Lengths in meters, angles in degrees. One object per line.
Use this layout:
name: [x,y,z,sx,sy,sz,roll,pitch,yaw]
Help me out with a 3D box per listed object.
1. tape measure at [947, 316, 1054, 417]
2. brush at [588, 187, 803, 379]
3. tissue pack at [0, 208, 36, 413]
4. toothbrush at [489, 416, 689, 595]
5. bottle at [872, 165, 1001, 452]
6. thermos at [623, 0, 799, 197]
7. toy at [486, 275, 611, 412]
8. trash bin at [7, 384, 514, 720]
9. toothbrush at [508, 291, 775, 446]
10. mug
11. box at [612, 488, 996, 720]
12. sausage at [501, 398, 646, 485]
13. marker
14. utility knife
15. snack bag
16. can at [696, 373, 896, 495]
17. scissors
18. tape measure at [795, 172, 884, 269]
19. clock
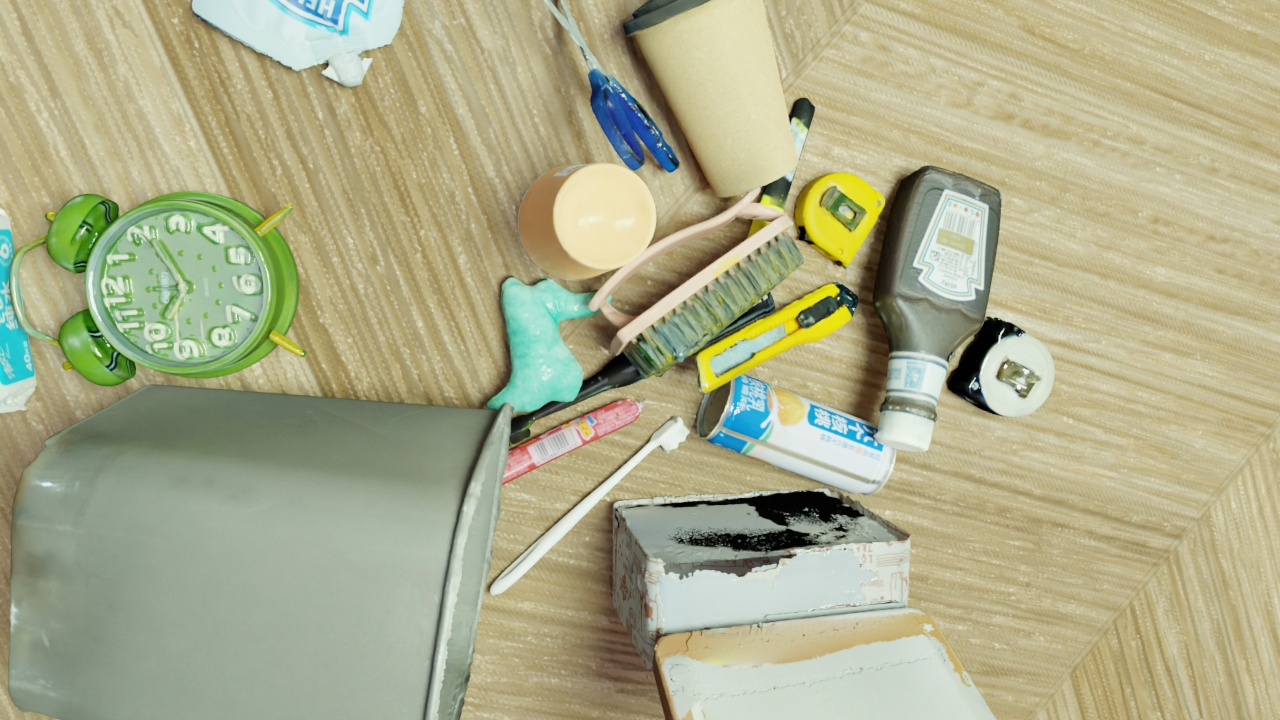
tape measure: [0.275,0.009,0.689,0.066,0.033,0.066,27,92,-14]
brush: [0.040,-0.054,0.601,0.145,0.063,0.073,-37,87,-9]
tissue pack: [-0.412,-0.029,0.522,0.090,0.063,0.140,-6,98,-11]
toothbrush: [-0.036,0.104,0.645,0.180,0.016,0.016,-41,109,-5]
bottle: [0.200,-0.034,0.640,0.080,0.044,0.194,16,80,-12]
thermos: [0.052,-0.184,0.593,0.093,0.093,0.143,-27,109,-8]
toy: [-0.062,-0.015,0.611,0.096,0.030,0.092,-11,87,-8]
trash bin: [-0.198,0.118,0.518,0.220,0.199,0.199,9,104,-4]
toothbrush: [-0.004,0.004,0.634,0.212,0.026,0.027,-29,146,-6]
mug: [-0.031,-0.087,0.566,0.078,0.123,0.078,-1,96,-12]
box: [0.089,0.166,0.557,0.177,0.272,0.107,-2,111,-12]
sausage: [-0.065,0.061,0.631,0.155,0.020,0.020,-25,102,-7]
marker: [0.097,-0.125,0.645,0.018,0.015,0.124,19,90,-9]
utility knife: [0.097,-0.017,0.633,0.154,0.015,0.033,-27,87,-28]
snack bag: [-0.180,-0.267,0.556,0.110,0.039,0.191,28,92,-25]
can: [0.111,0.052,0.649,0.134,0.053,0.053,21,92,-14]
scissors: [-0.023,-0.173,0.568,0.012,0.162,0.176,-31,131,18]
tape measure: [0.140,-0.104,0.648,0.057,0.029,0.060,32,89,-13]
clock: [-0.287,-0.044,0.551,0.161,0.056,0.116,-4,97,-11]
